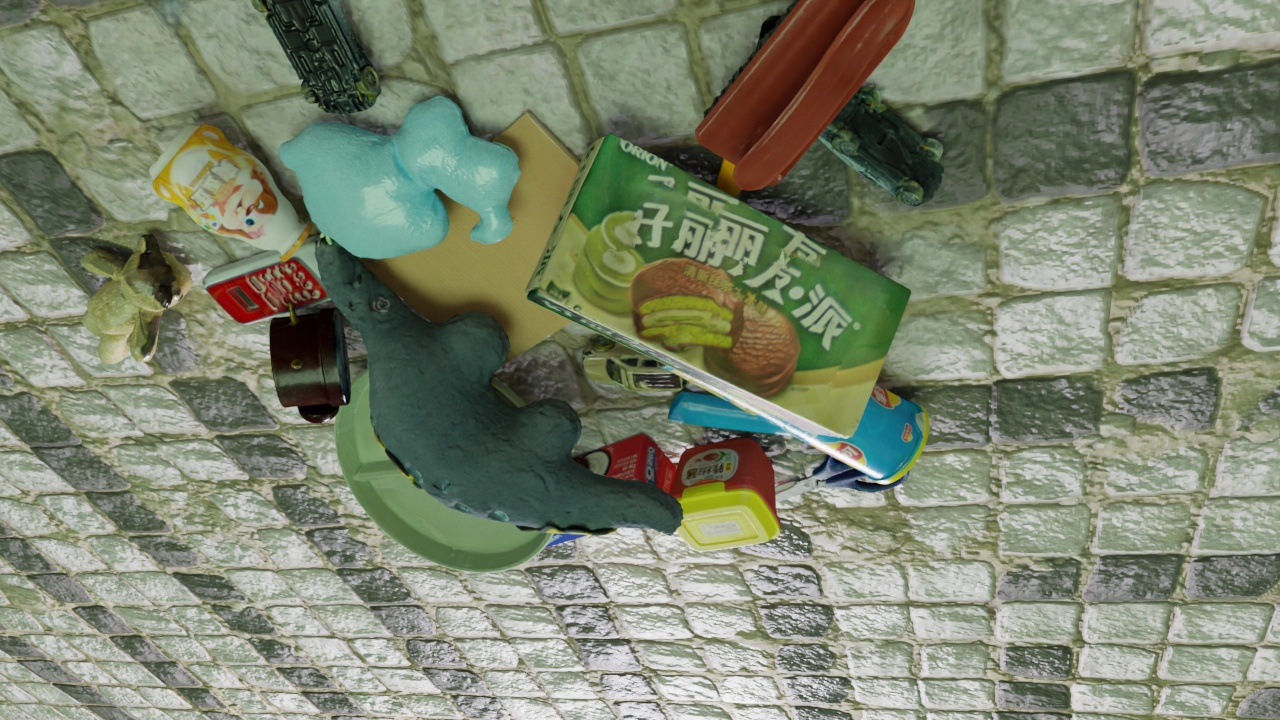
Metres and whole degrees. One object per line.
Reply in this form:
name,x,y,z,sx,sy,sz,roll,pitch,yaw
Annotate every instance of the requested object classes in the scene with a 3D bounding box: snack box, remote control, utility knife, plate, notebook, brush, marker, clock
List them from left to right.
remote control,-0.295,-0.064,0.751,0.136,0.020,0.056,-12,131,24
clock,-0.273,0.005,0.768,0.055,0.082,0.122,-7,156,-14
plate,-0.174,0.095,0.836,0.230,0.027,0.230,9,120,17
notebook,-0.102,-0.079,0.700,0.212,0.012,0.149,-29,122,35
snack box,-0.067,0.134,0.877,0.208,0.058,0.057,-22,127,30
snack box,0.053,-0.044,0.619,0.240,0.114,0.063,25,174,-13
snack box,0.075,0.118,0.813,0.091,0.080,0.082,-14,130,25
marker,0.070,-0.157,0.579,0.018,0.015,0.124,12,134,-2
utility knife,0.104,0.049,0.781,0.161,0.018,0.034,8,140,2
brush,0.097,-0.163,0.515,0.063,0.069,0.146,25,128,-23

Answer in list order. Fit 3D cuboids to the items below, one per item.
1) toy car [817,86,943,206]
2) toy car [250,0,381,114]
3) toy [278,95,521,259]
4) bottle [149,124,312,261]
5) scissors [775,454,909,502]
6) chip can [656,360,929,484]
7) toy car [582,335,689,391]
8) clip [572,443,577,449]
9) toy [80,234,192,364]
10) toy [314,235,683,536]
toy car,0.148,-0.131,0.569,0.090,0.042,0.034,32,160,-16
toy car,-0.202,-0.205,0.577,0.049,0.031,0.106,-5,135,16
toy,-0.170,-0.121,0.641,0.161,0.049,0.157,37,119,-11
bottle,-0.293,-0.118,0.664,0.063,0.063,0.108,-29,123,35
scissors,0.166,0.116,0.841,0.126,0.012,0.174,22,137,-9
chip can,0.119,0.021,0.709,0.210,0.071,0.071,28,134,-16
toy car,-0.004,0.004,0.747,0.090,0.035,0.042,3,135,13
clip,-0.107,0.100,0.865,0.100,0.070,0.034,-14,130,34
toy,-0.432,-0.045,0.779,0.158,0.066,0.105,-29,81,39
toy,-0.134,0.048,0.730,0.356,0.091,0.138,42,110,-6
